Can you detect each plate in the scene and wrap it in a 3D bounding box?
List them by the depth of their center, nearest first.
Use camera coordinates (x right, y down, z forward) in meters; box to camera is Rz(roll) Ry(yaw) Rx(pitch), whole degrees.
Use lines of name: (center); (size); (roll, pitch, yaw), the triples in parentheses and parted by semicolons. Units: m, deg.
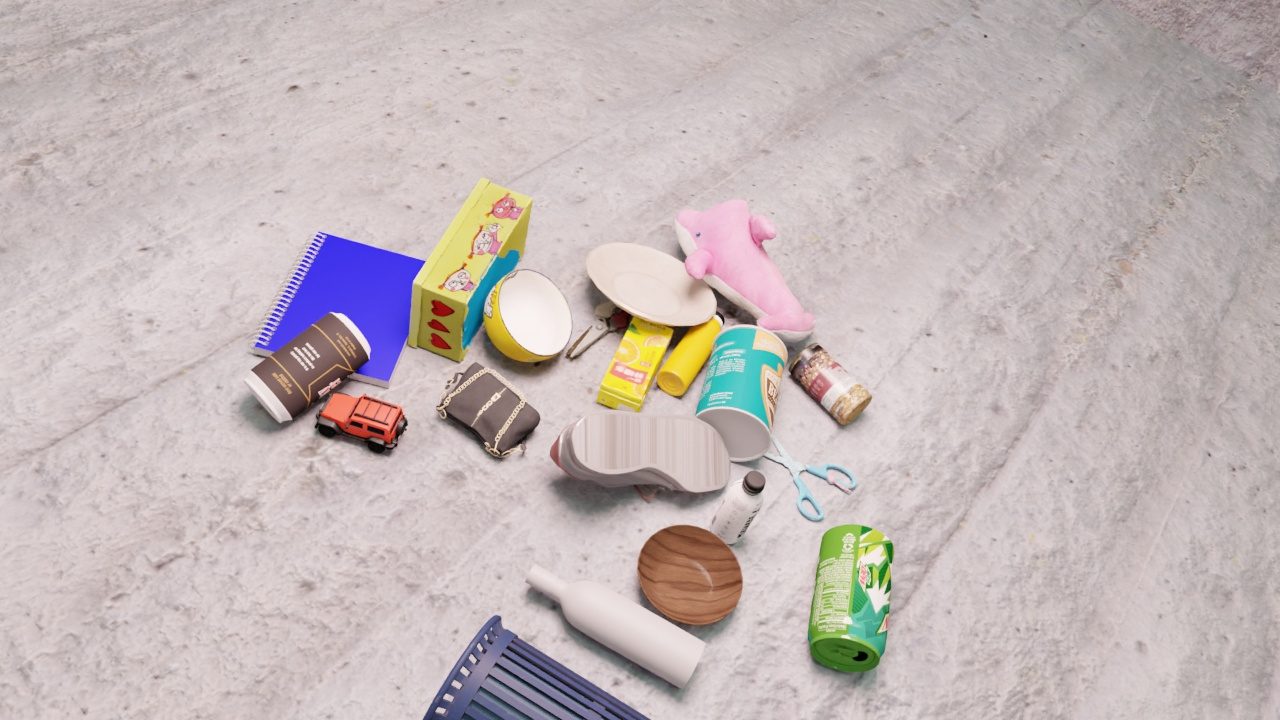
plate: (0.012, -0.097, 1.251); (0.188, 0.027, 0.188); (17, 34, -12)

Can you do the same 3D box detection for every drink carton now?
drink carton: (-0.007, 0.007, 1.187); (0.058, 0.043, 0.134); (21, 48, 5)

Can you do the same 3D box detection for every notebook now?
notebook: (-0.370, -0.070, 1.161); (0.171, 0.022, 0.208); (15, 49, -6)

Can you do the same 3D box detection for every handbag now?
handbag: (-0.181, 0.063, 1.092); (0.128, 0.054, 0.079); (37, 62, 12)

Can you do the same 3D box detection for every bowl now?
bowl: (0.051, 0.242, 1.014); (0.119, 0.032, 0.119); (8, 50, -10)
bowl: (-0.151, -0.050, 1.163); (0.117, 0.068, 0.117); (21, 58, -38)

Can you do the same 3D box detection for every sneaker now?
sneaker: (-0.002, 0.111, 1.078); (0.235, 0.090, 0.099); (15, 72, -35)

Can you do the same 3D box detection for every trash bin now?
trash bin: (-0.062, 0.354, 0.822); (0.249, 0.140, 0.138); (29, 50, 7)

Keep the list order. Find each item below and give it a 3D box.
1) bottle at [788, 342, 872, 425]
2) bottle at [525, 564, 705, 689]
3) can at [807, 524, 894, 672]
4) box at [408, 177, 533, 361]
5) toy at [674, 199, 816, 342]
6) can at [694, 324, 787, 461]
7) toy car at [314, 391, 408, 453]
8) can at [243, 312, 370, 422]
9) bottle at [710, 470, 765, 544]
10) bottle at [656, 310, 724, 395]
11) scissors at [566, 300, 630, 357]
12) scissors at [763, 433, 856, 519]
bottle: (0.254, 0.031, 1.231); (0.056, 0.056, 0.105); (-27, 63, -32)
bottle: (-0.031, 0.269, 0.955); (0.195, 0.053, 0.052); (28, 49, 8)
can: (0.234, 0.261, 1.016); (0.083, 0.083, 0.143); (20, 49, 0)
box: (-0.218, -0.118, 1.178); (0.079, 0.125, 0.220); (22, 51, 3)
toy: (0.150, -0.138, 1.262); (0.186, 0.128, 0.265); (-6, 50, -53)
can: (0.126, 0.040, 1.158); (0.099, 0.099, 0.143); (19, 49, 0)
toy car: (-0.317, 0.065, 1.045); (0.100, 0.049, 0.051); (18, 49, -1)
can: (-0.377, 0.007, 1.046); (0.072, 0.072, 0.128); (41, 66, 18)
bottle: (0.114, 0.164, 1.040); (0.041, 0.116, 0.041); (8, 50, -10)
bottle: (0.072, -0.014, 1.225); (0.043, 0.043, 0.143); (29, 50, 9)
scissors: (-0.033, -0.058, 1.250); (0.140, 0.015, 0.188); (10, 50, -9)
scissors: (0.200, 0.150, 1.150); (0.139, 0.015, 0.117); (18, 48, 8)
